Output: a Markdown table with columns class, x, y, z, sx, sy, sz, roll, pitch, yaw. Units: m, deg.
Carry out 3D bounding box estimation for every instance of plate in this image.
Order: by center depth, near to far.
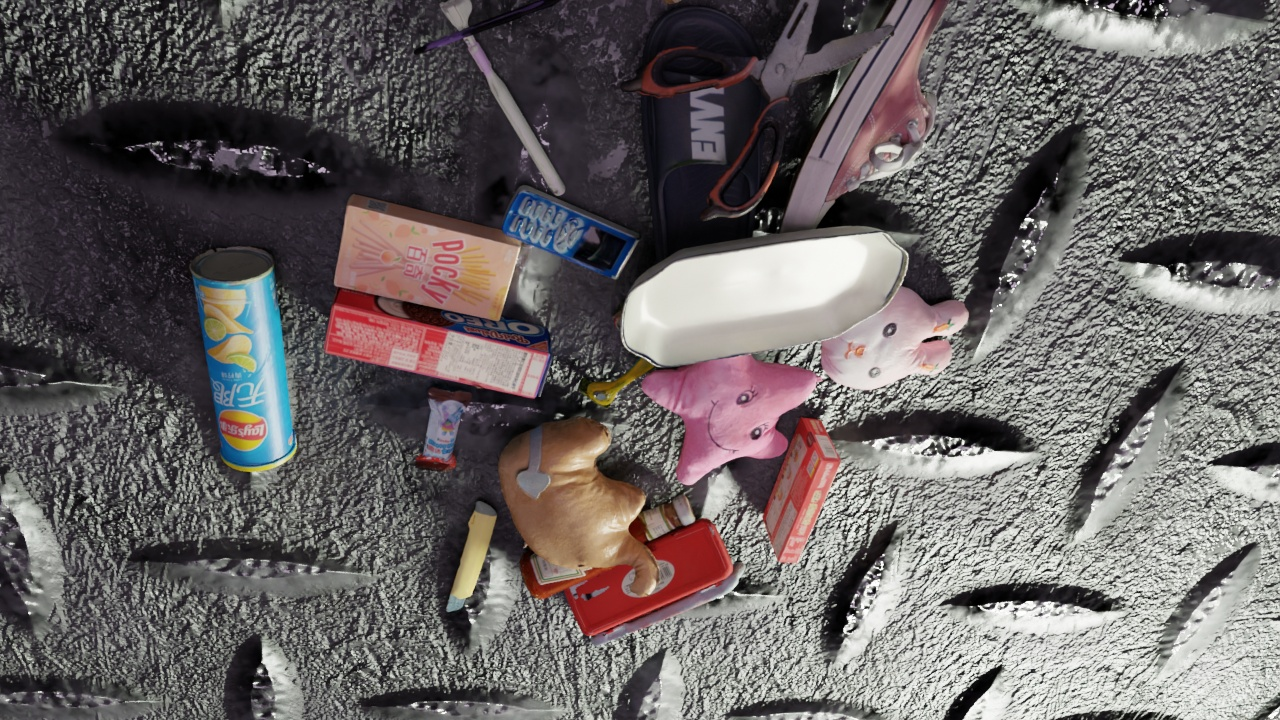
| class | x | y | z | sx | sy | sz | roll | pitch | yaw |
| --- | --- | --- | --- | --- | --- | --- | --- | --- | --- |
| plate | 0.108 | -0.064 | 0.827 | 0.265 | 0.034 | 0.162 | -10 | 147 | -9 |

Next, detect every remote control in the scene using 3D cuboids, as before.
| class | x | y | z | sx | sy | sz | roll | pitch | yaw |
| --- | --- | --- | --- | --- | --- | --- | --- | --- | --- |
| remote control | -0.064 | -0.119 | 0.849 | 0.125 | 0.024 | 0.049 | 21 | 118 | -21 |

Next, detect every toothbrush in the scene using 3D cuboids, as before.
| class | x | y | z | sx | sy | sz | roll | pitch | yaw |
| --- | --- | --- | --- | --- | --- | --- | --- | --- | --- |
| toothbrush | -0.092 | -0.278 | 0.734 | 0.189 | 0.014 | 0.017 | -22 | 138 | -3 |
| toothbrush | -0.111 | -0.220 | 0.781 | 0.029 | 0.020 | 0.189 | -5 | 131 | 33 |

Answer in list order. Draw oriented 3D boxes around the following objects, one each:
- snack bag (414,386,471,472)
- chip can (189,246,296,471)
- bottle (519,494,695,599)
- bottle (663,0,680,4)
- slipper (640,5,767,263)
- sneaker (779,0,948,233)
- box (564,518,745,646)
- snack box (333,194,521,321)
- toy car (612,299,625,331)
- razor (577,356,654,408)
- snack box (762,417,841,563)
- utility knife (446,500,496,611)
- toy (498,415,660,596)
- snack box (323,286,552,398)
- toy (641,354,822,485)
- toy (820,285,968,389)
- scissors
| class | x | y | z | sx | sy | sz | roll | pitch | yaw |
| --- | --- | --- | --- | --- | --- | --- | --- | --- | --- |
| snack bag | -0.206 | 0.072 | 0.957 | 0.045 | 0.026 | 0.105 | 12 | 119 | -11 |
| chip can | -0.370 | 0.002 | 0.864 | 0.071 | 0.071 | 0.211 | 2 | 123 | -9 |
| bottle | -0.037 | 0.209 | 1.050 | 0.206 | 0.059 | 0.060 | -25 | 123 | 4 |
| bottle | 0.081 | -0.366 | 0.681 | 0.219 | 0.065 | 0.065 | -41 | 119 | 18 |
| slipper | 0.062 | -0.163 | 0.794 | 0.110 | 0.083 | 0.268 | -6 | 117 | -6 |
| sneaker | 0.202 | -0.200 | 0.785 | 0.088 | 0.118 | 0.241 | 28 | 112 | 0 |
| box | 0.018 | 0.261 | 1.102 | 0.201 | 0.100 | 0.094 | -26 | 82 | 12 |
| snack box | -0.197 | -0.093 | 0.849 | 0.157 | 0.026 | 0.085 | 12 | 121 | -14 |
| toy car | 0.019 | -0.051 | 0.899 | 0.090 | 0.035 | 0.042 | -33 | 123 | 11 |
| razor | -0.005 | 0.005 | 0.923 | 0.043 | 0.028 | 0.133 | 38 | 123 | -23 |
| snack box | 0.177 | 0.146 | 1.022 | 0.025 | 0.075 | 0.153 | 7 | 122 | -13 |
| utility knife | -0.198 | 0.233 | 1.068 | 0.031 | 0.019 | 0.179 | 15 | 114 | -11 |
| toy | -0.065 | 0.166 | 0.986 | 0.143 | 0.082 | 0.226 | -22 | 111 | 15 |
| snack box | -0.191 | -0.019 | 0.881 | 0.207 | 0.057 | 0.058 | 14 | 118 | -15 |
| toy | 0.098 | 0.036 | 0.942 | 0.178 | 0.074 | 0.195 | -19 | 123 | -1 |
| toy | 0.259 | -0.025 | 0.937 | 0.159 | 0.054 | 0.121 | -2 | 124 | -15 |
| scissors | 0.096 | -0.214 | 0.730 | 0.225 | 0.015 | 0.189 | -10 | 91 | 4 |
